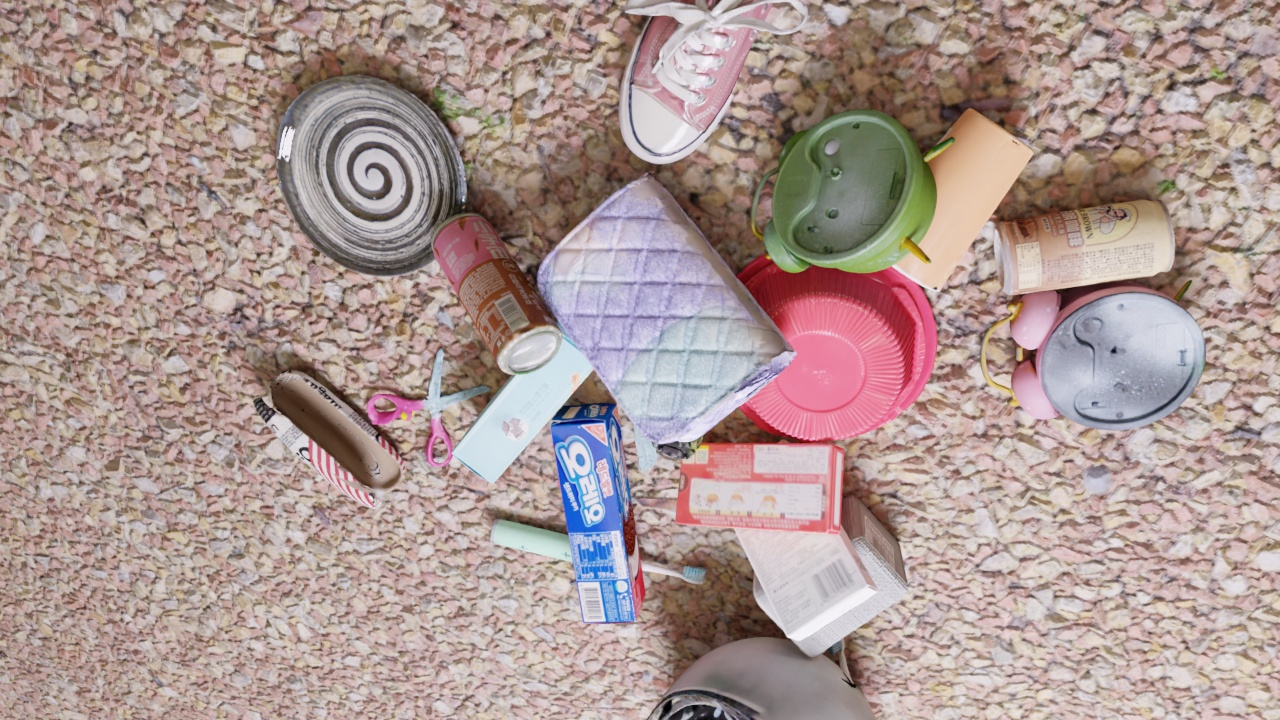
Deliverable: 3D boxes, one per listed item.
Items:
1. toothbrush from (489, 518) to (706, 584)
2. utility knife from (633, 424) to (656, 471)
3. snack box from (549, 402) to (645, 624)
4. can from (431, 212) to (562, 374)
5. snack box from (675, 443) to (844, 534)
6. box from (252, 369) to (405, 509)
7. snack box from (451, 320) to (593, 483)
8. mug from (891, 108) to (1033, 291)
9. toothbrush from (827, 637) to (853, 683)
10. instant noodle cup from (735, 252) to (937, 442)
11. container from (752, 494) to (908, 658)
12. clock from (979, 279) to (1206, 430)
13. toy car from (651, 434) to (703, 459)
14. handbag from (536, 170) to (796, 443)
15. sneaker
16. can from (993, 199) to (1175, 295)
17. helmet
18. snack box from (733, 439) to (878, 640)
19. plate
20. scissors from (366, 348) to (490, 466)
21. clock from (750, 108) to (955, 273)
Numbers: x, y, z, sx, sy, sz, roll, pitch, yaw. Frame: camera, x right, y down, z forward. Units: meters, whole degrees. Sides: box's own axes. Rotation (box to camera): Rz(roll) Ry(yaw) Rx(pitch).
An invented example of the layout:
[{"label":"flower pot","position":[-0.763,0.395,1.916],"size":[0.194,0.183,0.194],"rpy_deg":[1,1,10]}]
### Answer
[{"label":"toothbrush","position":[-0.044,0.197,0.930],"size":[0.224,0.026,0.027],"rpy_deg":[12,111,7]},{"label":"utility knife","position":[-0.005,0.005,0.837],"size":[0.031,0.022,0.221],"rpy_deg":[-2,107,14]},{"label":"snack box","position":[-0.039,0.145,0.870],"size":[0.057,0.058,0.207],"rpy_deg":[-5,104,13]},{"label":"can","position":[-0.122,-0.057,0.770],"size":[0.058,0.057,0.147],"rpy_deg":[-50,57,26]},{"label":"snack box","position":[0.103,0.111,0.810],"size":[0.153,0.025,0.075],"rpy_deg":[-4,75,36]},{"label":"box","position":[-0.307,0.075,0.925],"size":[0.163,0.083,0.075],"rpy_deg":[41,156,-9]},{"label":"snack box","position":[-0.098,0.030,0.838],"size":[0.051,0.074,0.175],"rpy_deg":[38,116,-7]},{"label":"mug","position":[0.234,-0.124,0.698],"size":[0.078,0.078,0.123],"rpy_deg":[32,111,-4]},{"label":"toothbrush","position":[0.223,0.368,0.950],"size":[0.026,0.027,0.221],"rpy_deg":[-25,112,-21]},{"label":"instant noodle cup","position":[0.152,-0.002,0.775],"size":[0.194,0.065,0.194],"rpy_deg":[5,116,10]},{"label":"container","position":[0.177,0.195,0.848],"size":[0.114,0.090,0.090],"rpy_deg":[-38,102,21]},{"label":"clock","position":[0.354,-0.007,0.731],"size":[0.159,0.059,0.117],"rpy_deg":[-6,114,13]},{"label":"toy car","position":[0.041,0.037,0.831],"size":[0.048,0.032,0.105],"rpy_deg":[16,104,23]},{"label":"handbag","position":[0.017,-0.038,0.741],"size":[0.134,0.075,0.194],"rpy_deg":[-40,76,17]},{"label":"sneaker","position":[0.052,-0.249,0.669],"size":[0.118,0.087,0.242],"rpy_deg":[31,116,-3]},{"label":"can","position":[0.334,-0.086,0.698],"size":[0.116,0.058,0.058],"rpy_deg":[-7,113,15]},{"label":"helmet","position":[0.144,0.372,0.892],"size":[0.230,0.156,0.274],"rpy_deg":[7,134,44]},{"label":"snack box","position":[0.133,0.155,0.807],"size":[0.085,0.156,0.027],"rpy_deg":[-39,141,17]},{"label":"plate","position":[-0.235,-0.161,0.810],"size":[0.179,0.024,0.180],"rpy_deg":[6,115,12]},{"label":"scissors","position":[-0.204,0.052,0.906],"size":[0.133,0.017,0.130],"rpy_deg":[-16,108,15]},{"label":"clock","position":[0.148,-0.121,0.688],"size":[0.161,0.056,0.116],"rpy_deg":[8,83,44]}]
